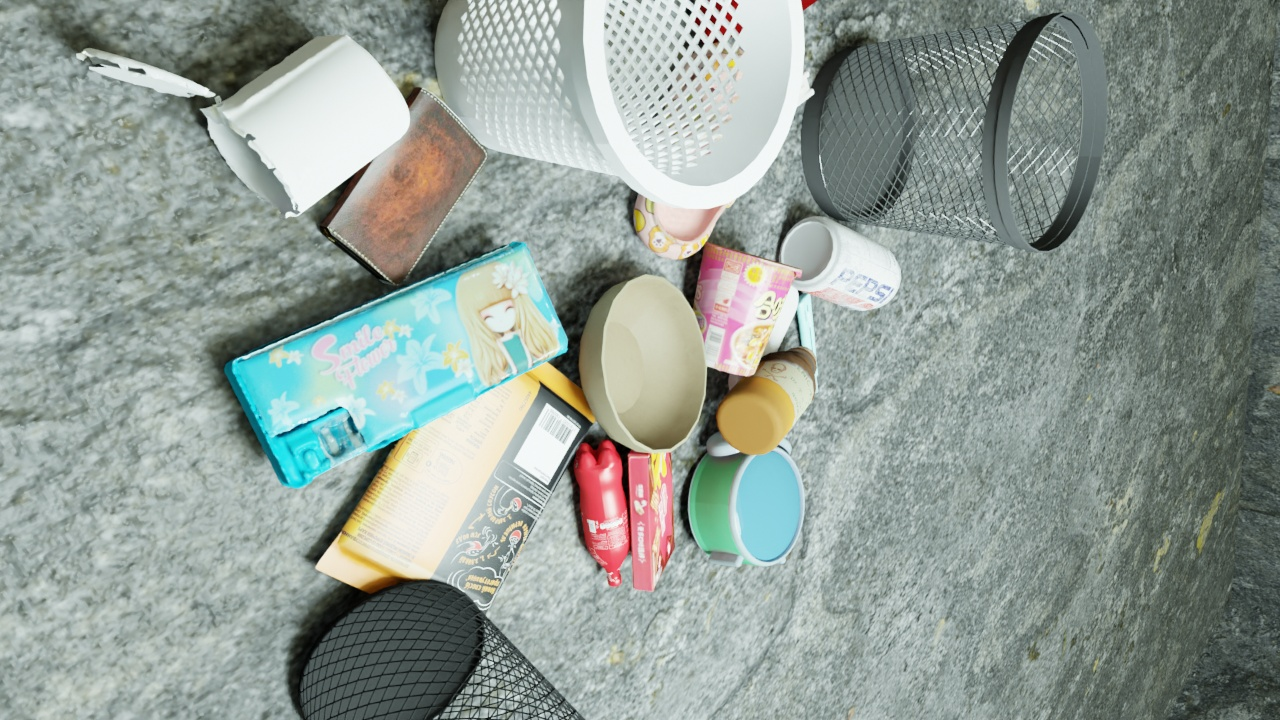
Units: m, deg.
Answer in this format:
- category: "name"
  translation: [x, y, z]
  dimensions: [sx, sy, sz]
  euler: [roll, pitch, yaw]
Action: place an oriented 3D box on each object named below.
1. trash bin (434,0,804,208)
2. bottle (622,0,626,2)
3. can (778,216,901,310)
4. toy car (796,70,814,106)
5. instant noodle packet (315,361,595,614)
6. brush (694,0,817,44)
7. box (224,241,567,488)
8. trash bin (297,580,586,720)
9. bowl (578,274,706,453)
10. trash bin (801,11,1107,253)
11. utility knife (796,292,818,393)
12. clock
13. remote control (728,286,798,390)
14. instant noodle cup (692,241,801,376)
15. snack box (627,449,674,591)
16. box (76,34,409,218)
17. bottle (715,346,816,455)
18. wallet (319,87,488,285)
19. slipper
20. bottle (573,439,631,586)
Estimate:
- category: "trash bin"
  translation: [-0.029, -0.207, 0.623]
  dimensions: [0.195, 0.200, 0.195]
  euler: [-13, 109, -42]
- category: "bottle"
  translation: [-0.001, -0.318, 0.721]
  dimensions: [0.131, 0.061, 0.061]
  euler: [-31, 118, -36]
- category: "can"
  translation: [0.214, -0.100, 0.977]
  dimensions: [0.136, 0.078, 0.078]
  euler: [12, 91, -45]
- category: "toy car"
  translation: [0.123, -0.243, 0.878]
  dimensions: [0.112, 0.039, 0.039]
  euler: [-43, 126, -29]
- category: "instant noodle packet"
  translation: [-0.130, 0.092, 0.718]
  dimensions: [0.160, 0.032, 0.220]
  euler: [41, 71, -40]
- category: "brush"
  translation: [0.114, -0.337, 0.820]
  dimensions: [0.173, 0.082, 0.042]
  euler: [-31, 90, -35]
- category: "box"
  translation: [-0.158, -0.003, 0.639]
  dimensions: [0.226, 0.041, 0.094]
  euler: [-29, 102, -33]
- category: "trash bin"
  translation: [-0.128, 0.266, 0.618]
  dimensions: [0.183, 0.210, 0.184]
  euler: [-17, 121, -30]
- category: "bowl"
  translation: [-0.005, 0.005, 0.792]
  dimensions: [0.152, 0.051, 0.152]
  euler: [9, 79, -53]
- category: "trash bin"
  translation: [0.313, -0.228, 0.934]
  dimensions: [0.217, 0.228, 0.218]
  euler: [-13, 109, -42]
- category: "utility knife"
  translation: [0.186, -0.016, 1.017]
  dimensions: [0.022, 0.015, 0.126]
  euler: [-35, 126, -35]
- category: "clock"
  translation: [0.108, 0.126, 0.938]
  dimensions: [0.121, 0.075, 0.161]
  euler: [9, 82, -45]
- category: "remote control"
  translation: [0.129, -0.022, 0.959]
  dimensions: [0.043, 0.013, 0.136]
  euler: [39, 73, -43]
- category: "instant noodle cup"
  translation: [0.089, -0.047, 0.863]
  dimensions: [0.097, 0.098, 0.109]
  euler: [7, 104, -45]
- category: "snack box"
  translation: [0.011, 0.133, 0.848]
  dimensions: [0.089, 0.021, 0.133]
  euler: [-48, 137, -68]
- category: "box"
  translation: [-0.223, -0.156, 0.535]
  dimensions: [0.139, 0.083, 0.142]
  euler: [-49, 135, -23]
- category: "bottle"
  translation: [0.136, 0.029, 0.914]
  dimensions: [0.156, 0.068, 0.068]
  euler: [-40, 127, -51]
- category: "wallet"
  translation: [-0.163, -0.120, 0.641]
  dimensions: [0.072, 0.019, 0.123]
  euler: [44, 70, -42]
- category: "slipper"
  translation: [0.064, -0.180, 0.798]
  dimensions: [0.093, 0.082, 0.197]
  euler: [22, 88, -29]
- category: "bottle"
  translation: [-0.032, 0.140, 0.820]
  dimensions: [0.041, 0.042, 0.142]
  euler: [-25, 117, -38]
